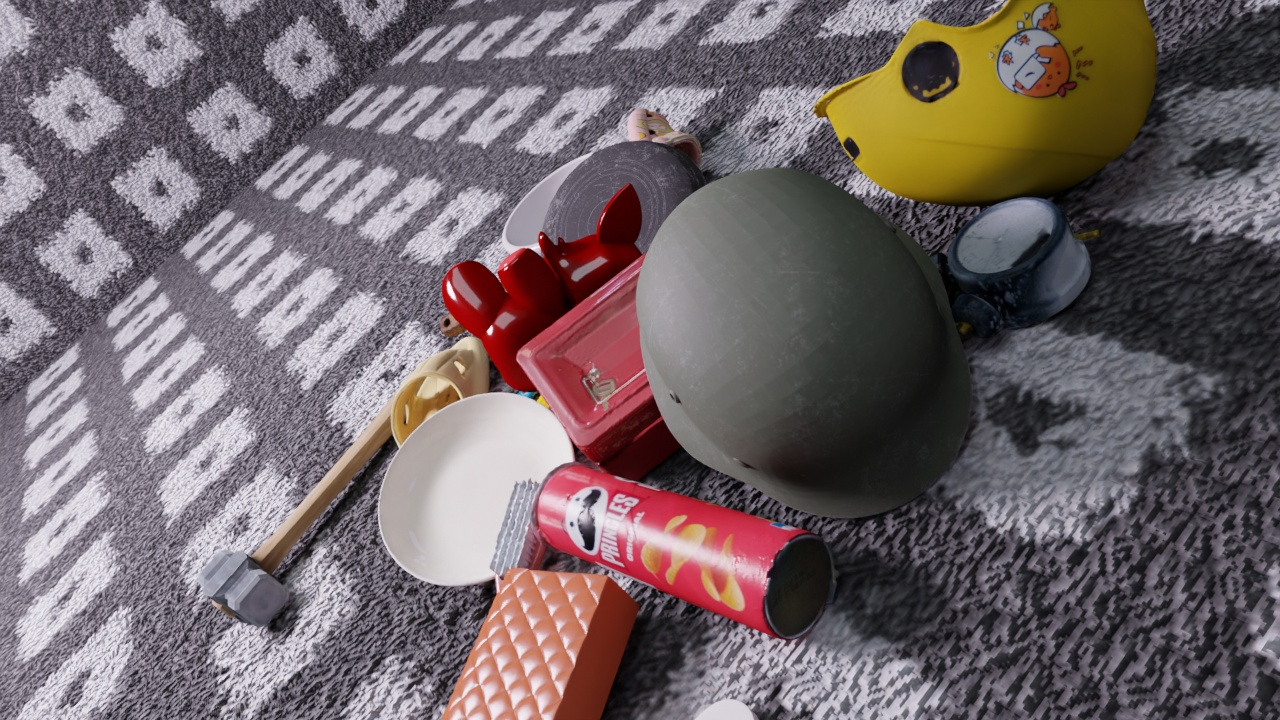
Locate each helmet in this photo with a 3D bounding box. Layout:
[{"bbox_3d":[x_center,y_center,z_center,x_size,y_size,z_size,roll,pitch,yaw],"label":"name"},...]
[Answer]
[{"bbox_3d":[0.095,-0.025,0.603,0.227,0.154,0.267,-39,68,6],"label":"helmet"},{"bbox_3d":[0.265,-0.181,0.685,0.241,0.139,0.208,-24,-6,29],"label":"helmet"}]

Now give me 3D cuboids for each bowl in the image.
[{"bbox_3d":[-0.076,-0.168,1.089,0.177,0.066,0.176,-26,35,20],"label":"bowl"}]

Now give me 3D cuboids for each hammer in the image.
[{"bbox_3d":[-0.339,0.138,1.001,0.117,0.051,0.322,6,51,48],"label":"hammer"}]

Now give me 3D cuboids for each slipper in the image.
[{"bbox_3d":[-0.216,0.058,0.937,0.111,0.079,0.261,-41,32,20],"label":"slipper"},{"bbox_3d":[0.031,-0.224,1.049,0.081,0.093,0.197,-6,36,3],"label":"slipper"}]

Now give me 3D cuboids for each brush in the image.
[{"bbox_3d":[-0.103,0.171,0.712,0.041,0.030,0.172,2,59,20],"label":"brush"}]

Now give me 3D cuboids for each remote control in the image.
[{"bbox_3d":[0.017,0.254,0.538,0.136,0.013,0.043,-43,33,-5],"label":"remote control"}]

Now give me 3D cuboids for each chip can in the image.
[{"bbox_3d":[0.020,0.126,0.635,0.233,0.073,0.073,8,55,48],"label":"chip can"}]

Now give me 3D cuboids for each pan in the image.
[{"bbox_3d":[-0.088,-0.106,0.973,0.358,0.040,0.207,-26,64,23],"label":"pan"}]

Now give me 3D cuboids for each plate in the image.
[{"bbox_3d":[-0.139,0.114,0.803,0.182,0.034,0.182,-9,55,13],"label":"plate"}]

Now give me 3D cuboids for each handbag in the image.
[{"bbox_3d":[-0.079,0.231,0.615,0.109,0.060,0.171,-4,49,35],"label":"handbag"}]

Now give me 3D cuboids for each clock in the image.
[{"bbox_3d":[0.255,-0.062,0.654,0.129,0.052,0.090,-36,33,12],"label":"clock"}]

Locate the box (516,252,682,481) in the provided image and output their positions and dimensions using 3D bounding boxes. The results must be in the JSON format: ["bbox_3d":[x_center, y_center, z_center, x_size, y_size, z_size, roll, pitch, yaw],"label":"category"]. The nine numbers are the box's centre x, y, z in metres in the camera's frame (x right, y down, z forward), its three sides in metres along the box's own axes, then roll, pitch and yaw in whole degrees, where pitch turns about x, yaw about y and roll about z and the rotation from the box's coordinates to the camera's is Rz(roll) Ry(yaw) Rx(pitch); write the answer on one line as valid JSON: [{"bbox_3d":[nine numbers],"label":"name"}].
[{"bbox_3d":[0.005,0.017,0.777,0.157,0.122,0.136,-36,51,-1],"label":"box"}]

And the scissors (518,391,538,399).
[{"bbox_3d":[-0.123,0.036,0.941,0.083,0.015,0.140,4,55,50],"label":"scissors"}]

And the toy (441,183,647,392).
[{"bbox_3d":[-0.064,-0.056,0.844,0.197,0.158,0.120,-32,37,1],"label":"toy"}]

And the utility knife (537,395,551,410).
[{"bbox_3d":[-0.094,0.047,0.895,0.031,0.017,0.155,0,50,38],"label":"utility knife"}]
